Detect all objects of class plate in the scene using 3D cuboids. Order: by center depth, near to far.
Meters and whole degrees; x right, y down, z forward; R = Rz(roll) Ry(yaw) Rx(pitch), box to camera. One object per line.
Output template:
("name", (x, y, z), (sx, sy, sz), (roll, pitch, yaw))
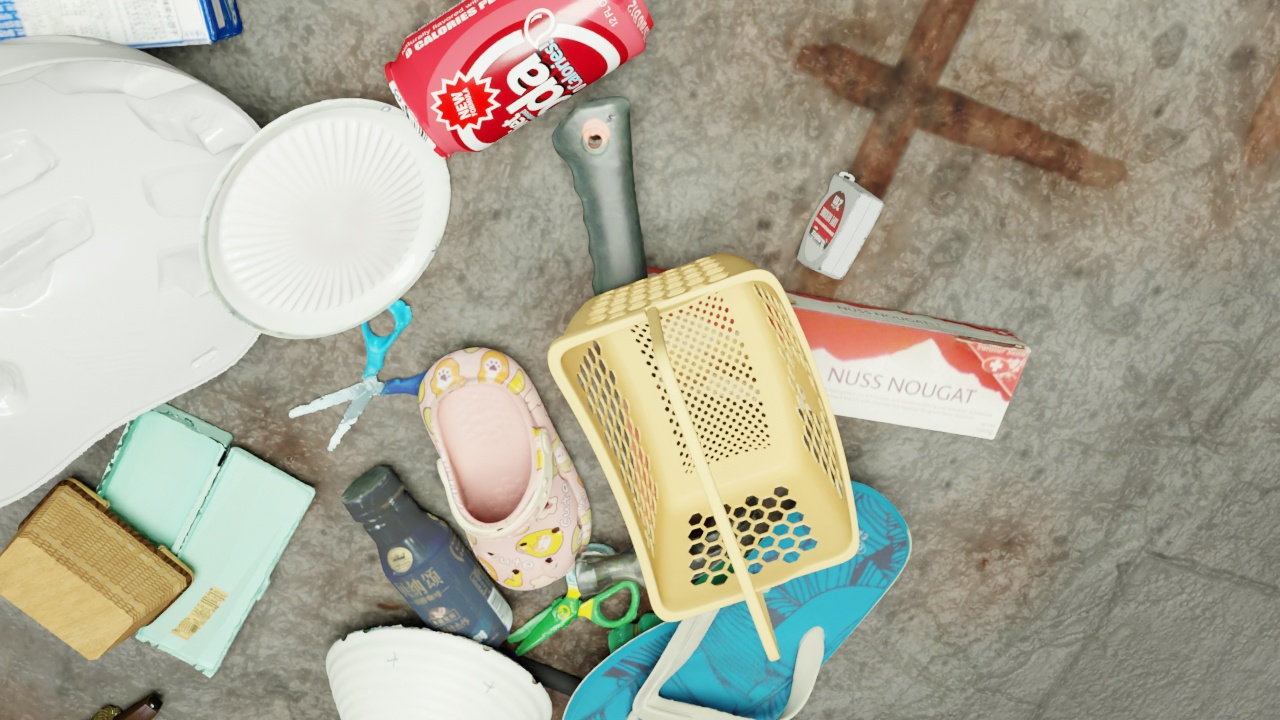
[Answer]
("plate", (-0.182, -0.081, 0.540), (0.156, 0.014, 0.157), (-33, 145, -27))

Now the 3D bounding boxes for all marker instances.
("marker", (-0.088, 0.248, 0.732), (0.134, 0.018, 0.015), (27, 128, -14))

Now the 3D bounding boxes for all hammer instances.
("hammer", (-0.003, 0.003, 0.583), (0.133, 0.033, 0.333), (-9, 114, 3))

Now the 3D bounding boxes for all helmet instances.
("helmet", (-0.326, -0.057, 0.488), (0.282, 0.183, 0.224), (-28, 152, 2))

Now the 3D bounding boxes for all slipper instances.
("slipper", (0.068, 0.204, 0.626), (0.118, 0.060, 0.295), (44, 98, -6))
("slipper", (-0.090, 0.087, 0.627), (0.093, 0.081, 0.197), (-14, 116, 1))

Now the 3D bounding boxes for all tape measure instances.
("tape measure", (0.126, -0.083, 0.581), (0.020, 0.060, 0.062), (21, 109, -12))

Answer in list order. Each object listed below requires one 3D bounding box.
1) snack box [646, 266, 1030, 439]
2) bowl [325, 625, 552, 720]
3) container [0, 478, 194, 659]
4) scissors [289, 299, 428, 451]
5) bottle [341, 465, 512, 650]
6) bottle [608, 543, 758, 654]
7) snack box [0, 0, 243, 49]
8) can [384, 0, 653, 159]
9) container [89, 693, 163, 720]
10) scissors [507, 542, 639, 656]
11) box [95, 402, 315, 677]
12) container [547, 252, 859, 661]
("snack box", (0.121, -0.004, 0.623), (0.273, 0.044, 0.077), (10, 113, -7))
("bowl", (-0.159, 0.275, 0.679), (0.177, 0.070, 0.178), (6, 133, 6))
("container", (-0.376, 0.145, 0.622), (0.063, 0.061, 0.114), (-42, 104, 14))
("scissors", (-0.177, 0.025, 0.634), (0.104, 0.015, 0.134), (33, 107, -17))
("bottle", (-0.153, 0.147, 0.665), (0.056, 0.056, 0.161), (-28, 111, 8))
("bottle", (0.077, 0.180, 0.686), (0.210, 0.068, 0.068), (-27, 112, 8))
("snack box", (-0.346, -0.198, 0.507), (0.226, 0.059, 0.059), (-4, 116, -1))
("can", (-0.068, -0.178, 0.522), (0.142, 0.074, 0.074), (-29, 112, 9))
("container", (-0.373, 0.436, 0.715), (0.205, 0.176, 0.321), (-38, 110, 8))
("scissors", (-0.060, 0.186, 0.705), (0.131, 0.014, 0.070), (-31, 82, 21))
("box", (-0.331, 0.131, 0.662), (0.136, 0.033, 0.187), (30, 108, -14))
("container", (0.041, 0.047, 0.497), (0.129, 0.166, 0.183), (-19, 112, 6))
